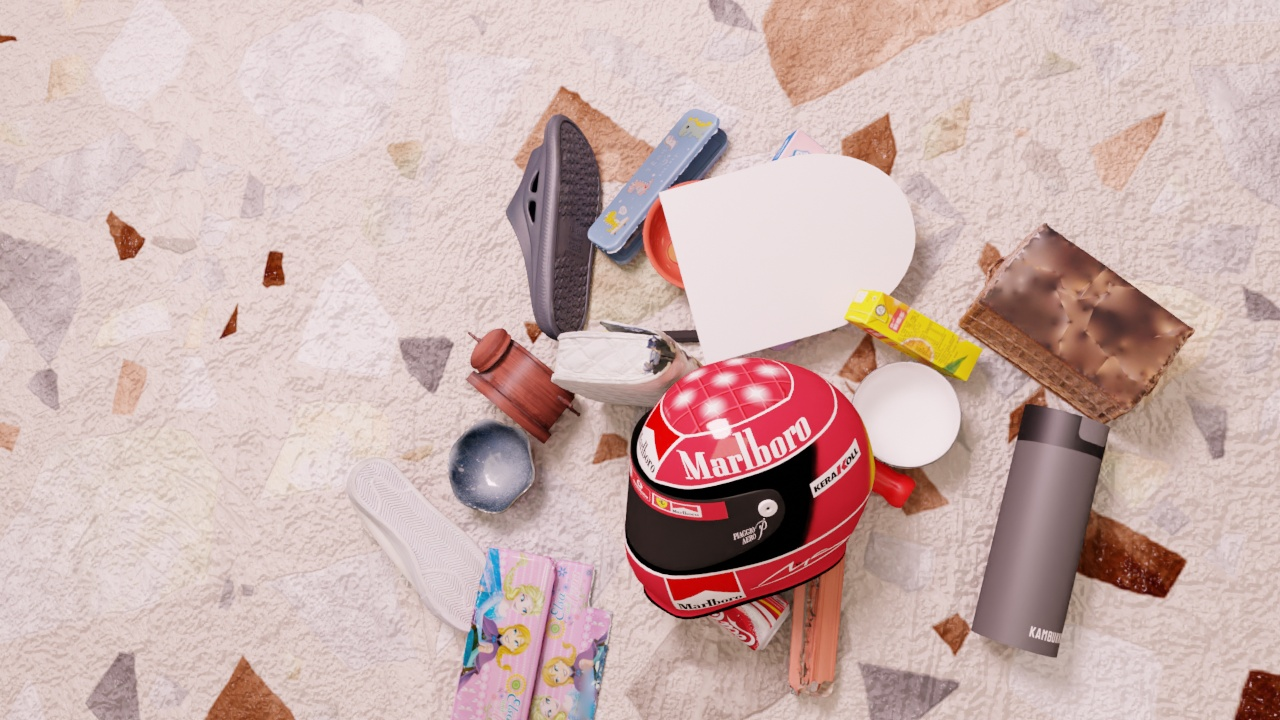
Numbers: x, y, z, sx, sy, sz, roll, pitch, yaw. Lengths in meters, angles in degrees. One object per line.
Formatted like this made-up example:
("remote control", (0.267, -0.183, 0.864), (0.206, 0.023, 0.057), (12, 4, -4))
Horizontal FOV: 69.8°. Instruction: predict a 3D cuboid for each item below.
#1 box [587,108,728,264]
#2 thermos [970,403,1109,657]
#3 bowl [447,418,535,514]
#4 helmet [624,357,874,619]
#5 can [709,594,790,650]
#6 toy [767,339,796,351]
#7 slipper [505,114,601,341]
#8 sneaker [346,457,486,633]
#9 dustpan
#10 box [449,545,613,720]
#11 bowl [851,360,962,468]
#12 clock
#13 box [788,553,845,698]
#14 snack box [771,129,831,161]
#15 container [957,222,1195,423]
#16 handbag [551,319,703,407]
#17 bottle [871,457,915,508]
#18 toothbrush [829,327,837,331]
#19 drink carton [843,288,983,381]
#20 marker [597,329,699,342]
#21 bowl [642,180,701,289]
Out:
("box", (0.018, -0.213, 1.089), (0.068, 0.059, 0.210), (39, 86, 17))
("thermos", (0.406, 0.169, 0.932), (0.082, 0.082, 0.240), (14, 85, 15))
("bowl", (-0.169, 0.127, 1.089), (0.110, 0.055, 0.110), (-2, 80, 13))
("helmet", (0.097, 0.112, 0.921), (0.271, 0.225, 0.197), (-21, 32, -2))
("can", (0.105, 0.261, 0.998), (0.105, 0.064, 0.064), (35, 90, 16))
("toy", (0.133, -0.047, 1.055), (0.100, 0.036, 0.080), (-9, 80, 10))
("slipper", (-0.108, -0.156, 1.104), (0.083, 0.110, 0.268), (1, 87, 29))
("sneaker", (-0.260, 0.219, 1.092), (0.089, 0.091, 0.242), (-40, 93, -26))
("dustpan", (0.168, -0.123, 1.014), (0.258, 0.053, 0.191), (-16, 93, -1))
("box", (-0.119, 0.338, 1.038), (0.159, 0.035, 0.230), (11, 83, 0))
("bowl", (0.284, 0.061, 0.988), (0.113, 0.063, 0.113), (-2, 80, 13))
("clock", (-0.146, 0.023, 1.068), (0.157, 0.120, 0.072), (39, 84, 8))
("box", (0.178, 0.267, 0.991), (0.064, 0.056, 0.188), (-3, 76, 50))
("snack box", (0.167, -0.175, 1.041), (0.088, 0.033, 0.154), (36, 82, -11))
("container", (0.442, -0.037, 0.941), (0.198, 0.112, 0.114), (39, 91, 15))
("handbag", (-0.006, 0.006, 0.998), (0.139, 0.195, 0.072), (2, 81, 15))
("bottle", (0.240, 0.116, 1.003), (0.119, 0.036, 0.036), (32, 89, 16))
("toothbrush", (0.168, -0.107, 1.066), (0.016, 0.017, 0.189), (-38, 74, 5))
("drink carton", (0.289, -0.029, 0.973), (0.134, 0.058, 0.043), (27, 92, -13))
("marker", (0.009, -0.027, 1.089), (0.124, 0.017, 0.021), (-1, 36, 12))
("bowl", (0.068, -0.141, 1.073), (0.130, 0.045, 0.130), (0, 84, -2))
